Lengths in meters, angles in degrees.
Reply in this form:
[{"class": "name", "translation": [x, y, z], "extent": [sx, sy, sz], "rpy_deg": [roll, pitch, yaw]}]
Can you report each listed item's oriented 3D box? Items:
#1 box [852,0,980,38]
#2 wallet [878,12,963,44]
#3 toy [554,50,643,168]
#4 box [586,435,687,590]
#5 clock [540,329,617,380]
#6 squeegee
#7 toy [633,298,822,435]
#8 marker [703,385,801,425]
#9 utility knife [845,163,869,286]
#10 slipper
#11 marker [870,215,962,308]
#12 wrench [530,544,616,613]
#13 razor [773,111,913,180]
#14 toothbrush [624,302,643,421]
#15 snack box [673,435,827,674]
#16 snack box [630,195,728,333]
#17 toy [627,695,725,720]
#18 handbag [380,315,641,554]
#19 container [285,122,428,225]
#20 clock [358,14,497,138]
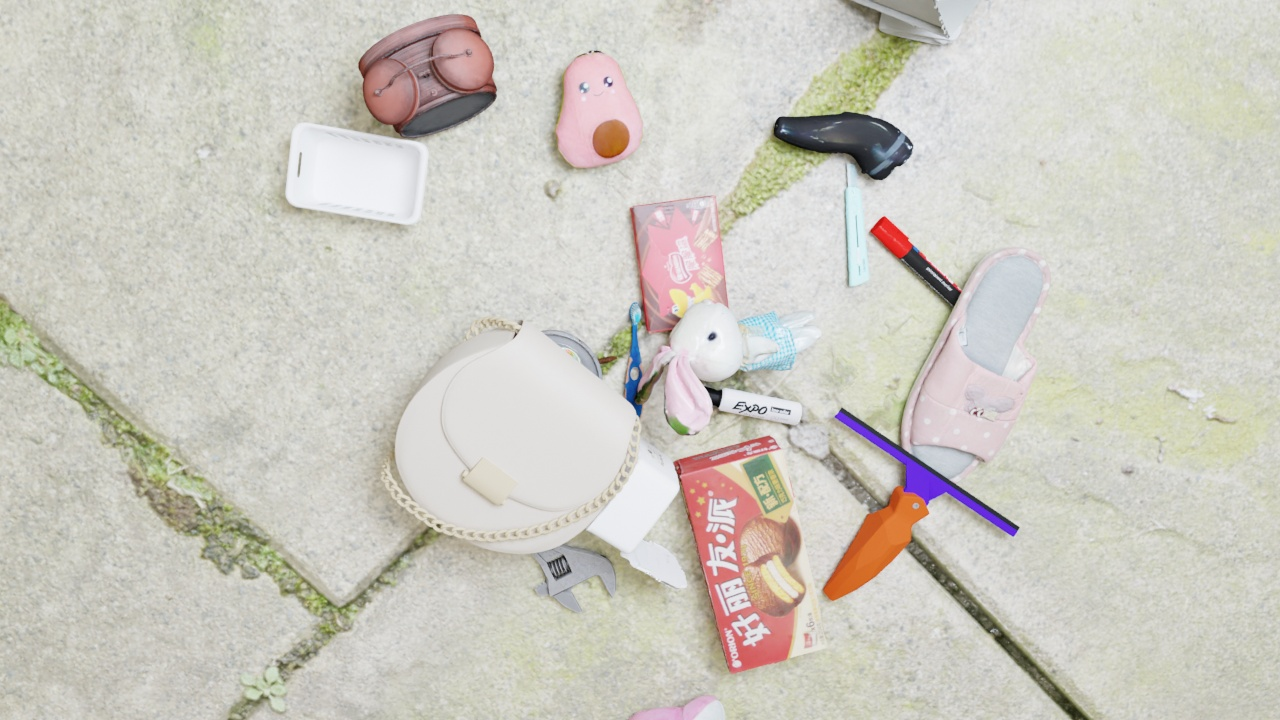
[{"class": "box", "translation": [0.283, -0.385, 0.754], "extent": [0.150, 0.369, 0.167], "rpy_deg": [38, 94, -12]}, {"class": "wallet", "translation": [0.293, -0.383, 0.927], "extent": [0.086, 0.032, 0.116], "rpy_deg": [16, 100, 4]}, {"class": "toy", "translation": [-0.045, -0.249, 0.910], "extent": [0.090, 0.051, 0.110], "rpy_deg": [-13, 99, -4]}, {"class": "box", "translation": [0.014, 0.170, 0.958], "extent": [0.137, 0.108, 0.124], "rpy_deg": [35, 97, -8]}, {"class": "clock", "translation": [-0.105, 0.013, 0.948], "extent": [0.148, 0.056, 0.104], "rpy_deg": [19, 101, -8]}, {"class": "squeegee", "translation": [0.265, 0.194, 1.009], "extent": [0.249, 0.055, 0.185], "rpy_deg": [33, 106, -9]}, {"class": "toy", "translation": [0.094, -0.017, 0.923], "extent": [0.205, 0.131, 0.106], "rpy_deg": [-21, 118, -17]}, {"class": "marker", "translation": [0.110, 0.046, 0.986], "extent": [0.126, 0.025, 0.025], "rpy_deg": [11, 98, -6]}, {"class": "utility knife", "translation": [0.227, -0.143, 0.970], "extent": [0.022, 0.015, 0.129], "rpy_deg": [-6, 97, -2]}, {"class": "slipper", "translation": [0.359, 0.014, 0.972], "extent": [0.114, 0.054, 0.275], "rpy_deg": [13, 107, -8]}, {"class": "marker", "translation": [0.305, -0.098, 0.979], "extent": [0.145, 0.021, 0.023], "rpy_deg": [40, 66, -10]}, {"class": "wrench", "translation": [-0.131, 0.169, 0.991], "extent": [0.083, 0.018, 0.273], "rpy_deg": [-40, 100, 3]}, {"class": "razor", "translation": [0.205, -0.221, 0.936], "extent": [0.140, 0.053, 0.064], "rpy_deg": [7, 107, -3]}, {"class": "toothbrush", "translation": [-0.006, 0.006, 0.974], "extent": [0.021, 0.017, 0.135], "rpy_deg": [0, 99, -6]}, {"class": "snack box", "translation": [0.120, 0.210, 0.996], "extent": [0.113, 0.060, 0.236], "rpy_deg": [-14, 100, -1]}, {"class": "snack box", "translation": [0.042, -0.101, 0.957], "extent": [0.089, 0.021, 0.133], "rpy_deg": [-9, 101, -4]}, {"class": "toy", "translation": [0.000, 0.482, 1.008], "extent": [0.128, 0.187, 0.265], "rpy_deg": [19, 73, 29]}, {"class": "handbag", "translation": [-0.125, 0.078, 0.902], "extent": [0.210, 0.103, 0.209], "rpy_deg": [39, 106, -15]}, {"class": "container", "translation": [-0.275, -0.183, 0.905], "extent": [0.129, 0.049, 0.081], "rpy_deg": [9, 99, -6]}, {"class": "clock", "translation": [-0.194, -0.260, 0.845], "extent": [0.120, 0.157, 0.072], "rpy_deg": [-24, 95, 0]}]
